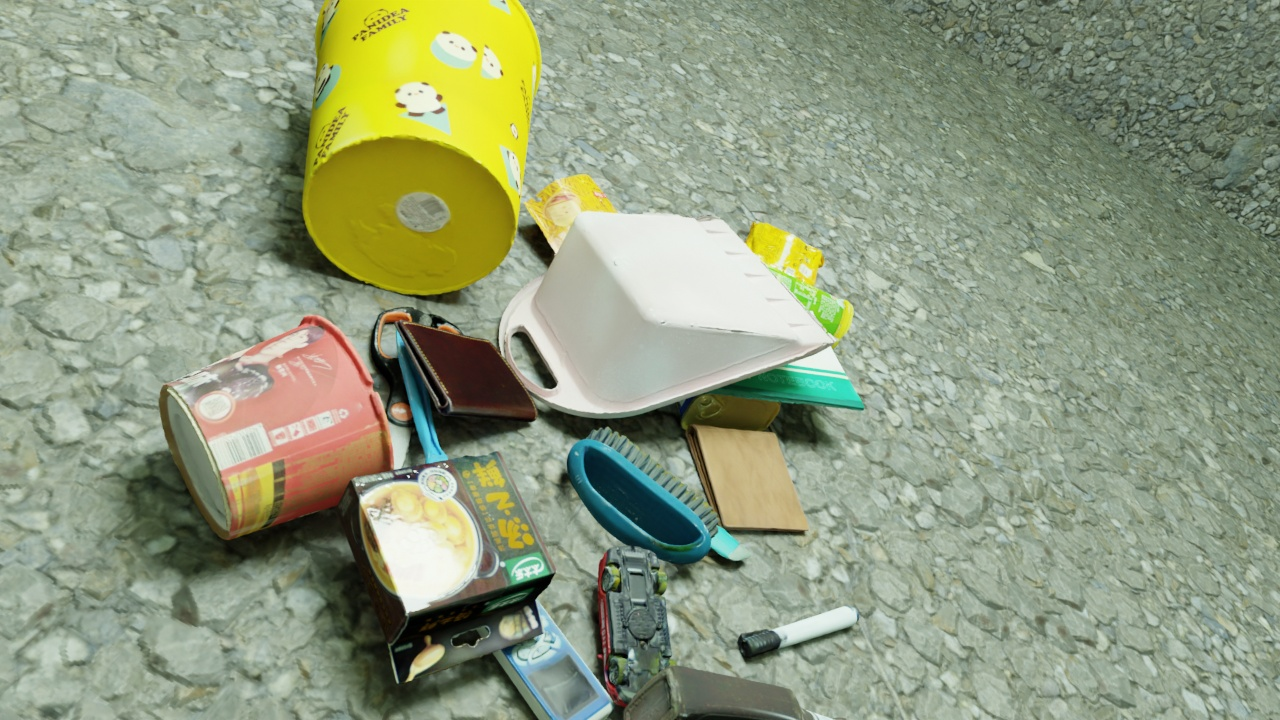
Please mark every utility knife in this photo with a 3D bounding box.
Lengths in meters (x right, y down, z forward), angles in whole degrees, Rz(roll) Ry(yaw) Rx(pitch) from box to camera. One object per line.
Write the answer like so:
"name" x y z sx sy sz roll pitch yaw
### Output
"utility knife" 0.025 0.125 0.814 0.171 0.013 0.029 37 36 13

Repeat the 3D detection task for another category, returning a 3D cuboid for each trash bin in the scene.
"trash bin" -0.209 -0.217 0.874 0.229 0.230 0.254 14 47 -22

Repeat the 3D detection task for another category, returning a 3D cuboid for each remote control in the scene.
"remote control" -0.074 0.208 0.645 0.048 0.024 0.125 -19 59 -45

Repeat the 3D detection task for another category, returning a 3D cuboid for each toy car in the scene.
"toy car" -0.006 0.199 0.684 0.053 0.045 0.120 11 50 -22

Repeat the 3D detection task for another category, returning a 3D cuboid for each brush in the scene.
"brush" -0.004 0.119 0.764 0.144 0.055 0.073 37 38 7
"brush" -0.166 0.068 0.711 0.083 0.046 0.254 7 46 -31

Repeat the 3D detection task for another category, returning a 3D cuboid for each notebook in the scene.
"notebook" 0.118 -0.013 0.940 0.209 0.012 0.150 7 41 -27

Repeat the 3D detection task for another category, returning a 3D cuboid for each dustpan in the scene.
"dustpan" 0.009 -0.041 0.894 0.272 0.139 0.222 4 38 -36

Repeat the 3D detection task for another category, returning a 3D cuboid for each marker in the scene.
"marker" 0.135 0.226 0.772 0.130 0.018 0.022 -4 41 -36

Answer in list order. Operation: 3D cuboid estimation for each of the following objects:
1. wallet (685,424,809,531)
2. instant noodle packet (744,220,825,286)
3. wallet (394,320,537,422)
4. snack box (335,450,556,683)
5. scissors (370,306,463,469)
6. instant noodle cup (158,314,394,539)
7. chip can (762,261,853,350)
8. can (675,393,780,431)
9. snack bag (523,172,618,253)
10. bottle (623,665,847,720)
"wallet" 0.102 0.112 0.874 0.101 0.020 0.115 8 47 -28
"instant noodle packet" 0.173 -0.124 1.161 0.111 0.044 0.128 27 34 5
"wallet" -0.145 0.011 0.775 0.096 0.020 0.122 53 17 23
"snack box" -0.126 0.132 0.612 0.113 0.053 0.125 -8 56 -40
"scissors" -0.181 0.039 0.761 0.124 0.022 0.234 4 45 -31
"instant noodle cup" -0.249 0.048 0.621 0.108 0.138 0.138 -23 62 -37
"chip can" 0.133 -0.081 1.064 0.221 0.073 0.072 25 38 -9
"can" 0.079 0.025 0.924 0.102 0.057 0.083 7 42 -28
"snack bag" -0.034 -0.103 0.994 0.128 0.073 0.208 -18 67 -45
"bottle" 0.086 0.262 0.649 0.194 0.080 0.044 21 34 -27
